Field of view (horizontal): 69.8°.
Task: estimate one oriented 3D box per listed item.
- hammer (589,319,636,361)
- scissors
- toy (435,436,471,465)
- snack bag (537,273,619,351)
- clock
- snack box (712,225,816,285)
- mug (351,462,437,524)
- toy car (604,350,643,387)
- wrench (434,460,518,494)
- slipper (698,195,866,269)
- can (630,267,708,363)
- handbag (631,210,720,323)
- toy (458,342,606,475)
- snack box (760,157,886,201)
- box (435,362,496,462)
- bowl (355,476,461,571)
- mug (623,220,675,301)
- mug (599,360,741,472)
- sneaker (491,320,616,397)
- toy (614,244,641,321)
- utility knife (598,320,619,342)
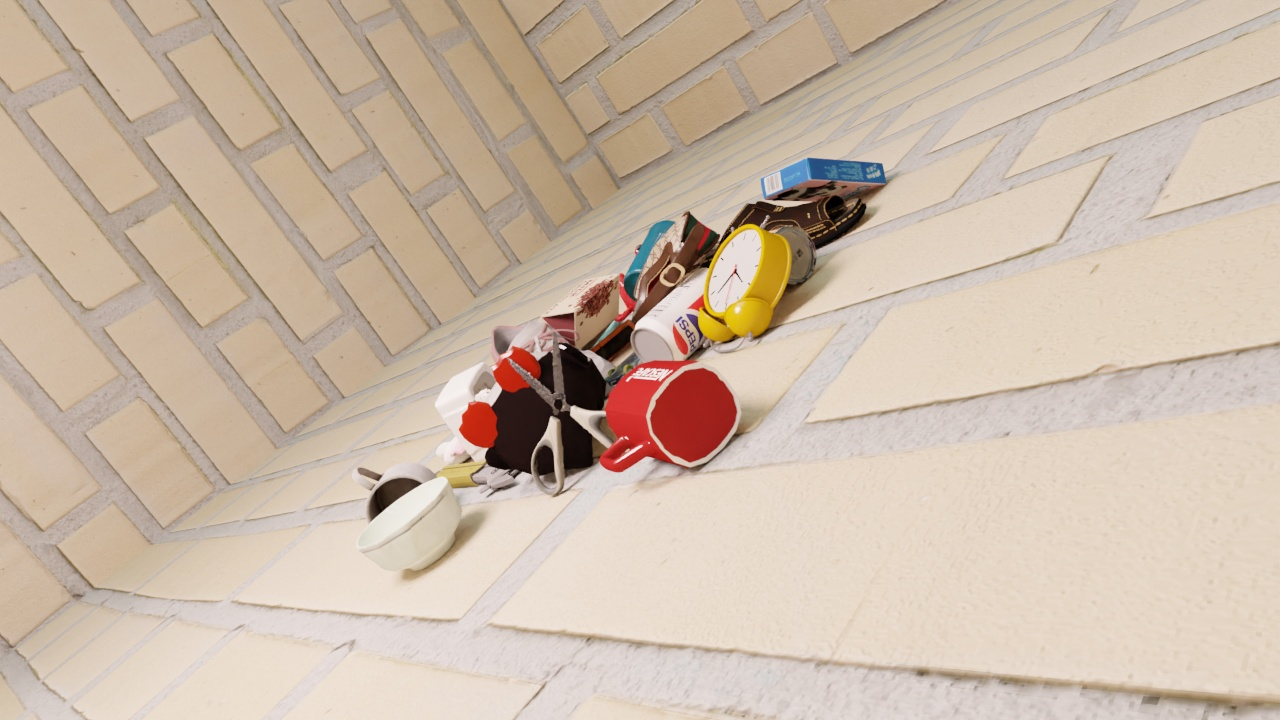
[{"bbox_3d":[-0.020,-0.032,1.280,0.313,0.035,0.138,-40,16,-22],"label":"hammer"},{"bbox_3d":[-0.074,0.060,0.902,0.012,0.171,0.158,-17,-48,-64],"label":"scissors"},{"bbox_3d":[-0.243,0.116,1.271,0.079,0.038,0.123,-38,7,-12],"label":"toy"},{"bbox_3d":[-0.096,-0.049,1.298,0.094,0.070,0.207,-44,-2,-33],"label":"snack bag"},{"bbox_3d":[0.112,-0.081,1.017,0.114,0.052,0.151,-7,65,62],"label":"clock"},{"bbox_3d":[0.148,-0.120,1.108,0.072,0.072,0.121,-40,15,-23],"label":"snack box"},{"bbox_3d":[-0.286,0.157,1.074,0.084,0.113,0.070,-50,11,2],"label":"mug"},{"bbox_3d":[-0.007,0.007,1.123,0.039,0.027,0.089,-12,25,51],"label":"toy car"},{"bbox_3d":[-0.202,0.138,1.138,0.083,0.018,0.274,-42,16,-32],"label":"wrench"},{"bbox_3d":[0.164,-0.176,1.207,0.268,0.076,0.112,-13,22,29],"label":"slipper"},{"bbox_3d":[0.054,-0.049,1.085,0.131,0.070,0.070,-43,16,-32],"label":"can"},{"bbox_3d":[0.036,-0.109,1.153,0.138,0.063,0.167,-63,11,-28],"label":"handbag"},{"bbox_3d":[-0.089,0.051,1.016,0.159,0.140,0.183,-55,-4,15],"label":"toy"},{"bbox_3d":[0.247,-0.240,1.231,0.153,0.033,0.088,-5,-5,-37],"label":"snack box"},{"bbox_3d":[-0.181,0.061,1.172,0.132,0.107,0.151,-29,17,17],"label":"box"},{"bbox_3d":[-0.238,0.183,0.978,0.117,0.061,0.117,-31,14,9],"label":"bowl"},{"bbox_3d":[0.024,-0.135,1.299,0.078,0.078,0.121,-22,25,40],"label":"mug"},{"bbox_3d":[0.016,0.055,0.801,0.116,0.080,0.097,-45,16,-16],"label":"mug"},{"bbox_3d":[-0.124,-0.003,1.196,0.236,0.089,0.099,11,51,47],"label":"sneaker"},{"bbox_3d":[0.008,-0.105,1.439,0.133,0.088,0.094,-54,-18,-3],"label":"toy"},{"bbox_3d":[-0.045,-0.052,1.438,0.022,0.015,0.140,-48,6,24],"label":"utility knife"}]
